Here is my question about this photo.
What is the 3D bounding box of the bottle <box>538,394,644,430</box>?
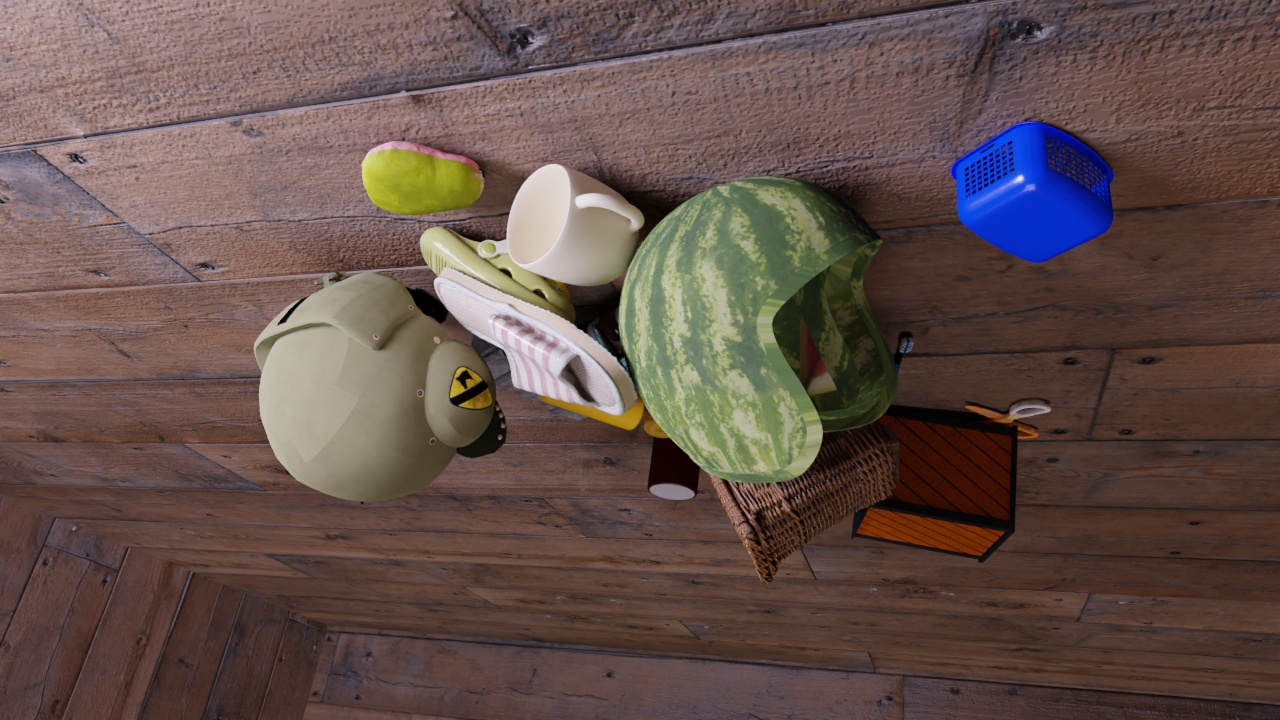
[{"bbox_3d":[-0.066,0.038,1.031,0.143,0.043,0.043,21,151,-27],"label":"bottle"}]

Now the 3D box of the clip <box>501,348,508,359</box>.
[{"bbox_3d":[-0.111,-0.010,0.987,0.076,0.023,0.044,13,137,-13],"label":"clip"}]

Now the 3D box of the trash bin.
[{"bbox_3d":[0.379,0.161,1.193,0.172,0.139,0.140,9,154,8],"label":"trash bin"}]

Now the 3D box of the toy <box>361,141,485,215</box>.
[{"bbox_3d":[-0.197,-0.163,0.837,0.110,0.051,0.090,6,156,-2],"label":"toy"}]

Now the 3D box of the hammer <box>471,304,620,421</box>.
[{"bbox_3d":[-0.033,-0.039,1.018,0.176,0.079,0.327,28,142,-34],"label":"hammer"}]

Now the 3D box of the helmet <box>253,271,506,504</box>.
[{"bbox_3d":[-0.280,0.020,0.968,0.251,0.255,0.232,-14,149,36],"label":"helmet"}]

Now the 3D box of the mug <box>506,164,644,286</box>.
[{"bbox_3d":[-0.046,-0.119,0.829,0.099,0.096,0.120,17,158,-40],"label":"mug"}]

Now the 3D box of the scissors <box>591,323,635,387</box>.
[{"bbox_3d":[-0.014,0.006,0.999,0.145,0.019,0.134,16,137,-15],"label":"scissors"}]

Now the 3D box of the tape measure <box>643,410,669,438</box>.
[{"bbox_3d":[0.034,0.085,1.279,0.059,0.030,0.068,17,150,-17],"label":"tape measure"}]

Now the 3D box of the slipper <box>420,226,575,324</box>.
[{"bbox_3d":[-0.138,-0.085,0.949,0.190,0.081,0.092,34,154,7],"label":"slipper"}]

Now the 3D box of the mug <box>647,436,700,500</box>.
[{"bbox_3d":[0.055,0.163,1.366,0.073,0.082,0.106,1,152,15],"label":"mug"}]

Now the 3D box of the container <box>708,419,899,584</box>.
[{"bbox_3d":[0.149,0.071,0.978,0.183,0.249,0.162,-26,148,1],"label":"container"}]

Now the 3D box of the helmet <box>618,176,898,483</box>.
[{"bbox_3d":[0.095,-0.035,0.809,0.244,0.247,0.212,2,-165,39],"label":"helmet"}]

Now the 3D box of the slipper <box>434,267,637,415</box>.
[{"bbox_3d":[-0.113,-0.015,0.864,0.263,0.052,0.115,28,155,35],"label":"slipper"}]

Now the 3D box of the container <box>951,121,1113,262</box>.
[{"bbox_3d":[0.319,-0.131,0.745,0.114,0.058,0.096,22,150,-25],"label":"container"}]

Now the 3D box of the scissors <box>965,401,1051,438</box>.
[{"bbox_3d":[0.462,0.073,1.155,0.125,0.011,0.131,18,152,-19],"label":"scissors"}]

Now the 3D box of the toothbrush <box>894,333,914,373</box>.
[{"bbox_3d":[0.299,0.013,1.082,0.014,0.014,0.168,-5,152,2],"label":"toothbrush"}]
